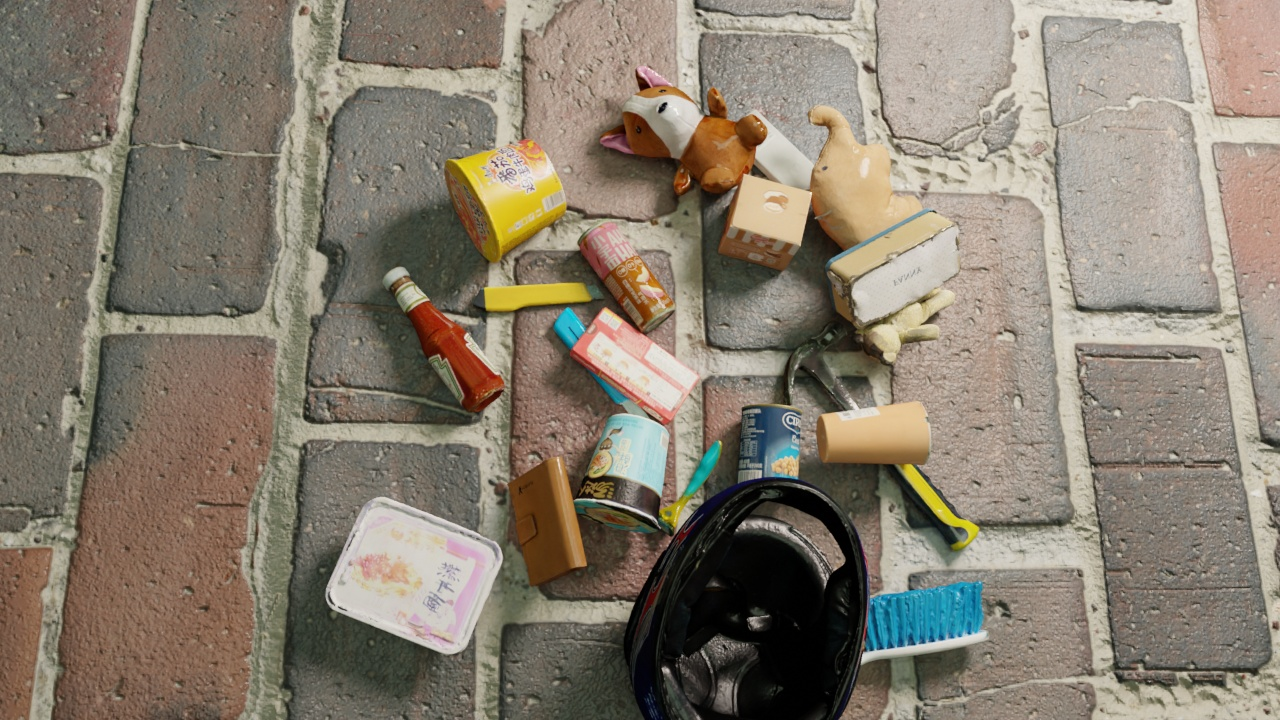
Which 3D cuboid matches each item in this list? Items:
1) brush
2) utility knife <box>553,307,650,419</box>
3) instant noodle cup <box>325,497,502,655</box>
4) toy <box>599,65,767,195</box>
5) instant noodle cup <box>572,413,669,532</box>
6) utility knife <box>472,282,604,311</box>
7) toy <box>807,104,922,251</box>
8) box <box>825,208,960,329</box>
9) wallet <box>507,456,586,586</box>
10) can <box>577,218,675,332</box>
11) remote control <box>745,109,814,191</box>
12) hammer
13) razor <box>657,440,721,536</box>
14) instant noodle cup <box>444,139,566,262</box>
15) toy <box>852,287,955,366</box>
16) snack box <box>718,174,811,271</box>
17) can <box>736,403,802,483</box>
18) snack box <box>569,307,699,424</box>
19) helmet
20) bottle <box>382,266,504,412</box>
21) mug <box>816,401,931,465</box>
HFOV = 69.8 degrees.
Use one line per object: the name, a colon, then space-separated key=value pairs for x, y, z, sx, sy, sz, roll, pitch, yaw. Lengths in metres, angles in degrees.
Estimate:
brush: x=0.270 y=0.341 z=1.099 sx=0.314 sy=0.060 sz=0.109 roll=-8 pitch=81 yaw=-4
utility knife: x=-0.043 y=0.018 z=1.167 sx=0.034 sy=0.018 sz=0.198 roll=-38 pitch=84 yaw=-13
instant noodle cup: x=-0.260 y=0.250 z=1.070 sx=0.173 sy=0.060 sz=0.137 roll=22 pitch=75 yaw=-1
toy: x=0.055 y=-0.298 z=1.205 sx=0.199 sy=0.130 sz=0.140 roll=32 pitch=88 yaw=12
instant noodle cup: x=-0.018 y=0.132 z=1.102 sx=0.111 sy=0.111 sz=0.120 roll=15 pitch=67 yaw=-1
utility knife: x=-0.131 y=-0.082 z=1.184 sx=0.170 sy=0.015 sz=0.033 roll=-3 pitch=82 yaw=-7
toy: x=0.277 y=-0.223 z=1.190 sx=0.143 sy=0.083 sz=0.226 roll=-46 pitch=108 yaw=-26
box: x=0.325 y=-0.119 z=1.156 sx=0.184 sy=0.090 sz=0.060 roll=-28 pitch=38 yaw=-13
wallet: x=-0.111 y=0.190 z=1.078 sx=0.031 sy=0.108 sz=0.131 roll=1 pitch=67 yaw=-39
can: x=-0.018 y=-0.108 z=1.178 sx=0.058 sy=0.058 sz=0.147 roll=-34 pitch=82 yaw=-12
remote control: x=0.184 y=-0.280 z=1.257 sx=0.056 sy=0.019 sz=0.135 roll=-43 pitch=83 yaw=-13
hammer: x=0.304 y=0.107 z=1.168 sx=0.126 sy=0.032 sz=0.323 roll=-38 pitch=83 yaw=-12
razor: x=0.062 y=0.155 z=1.136 sx=0.043 sy=0.028 sz=0.132 roll=29 pitch=76 yaw=35
instant noodle cup: x=-0.167 y=-0.209 z=1.157 sx=0.109 sy=0.138 sz=0.138 roll=-30 pitch=80 yaw=-19
toy: x=0.345 y=-0.053 z=1.193 sx=0.157 sy=0.066 sz=0.105 roll=-37 pitch=60 yaw=-22
snack box: x=0.160 y=-0.178 z=1.191 sx=0.093 sy=0.094 sz=0.077 roll=15 pitch=75 yaw=-1
can: x=0.158 y=0.115 z=1.130 sx=0.075 sy=0.075 sz=0.111 roll=7 pitch=76 yaw=-3
snack box: x=-0.007 y=0.007 z=1.156 sx=0.153 sy=0.026 sz=0.075 roll=36 pitch=66 yaw=-1
helmet: x=0.118 y=0.280 z=0.997 sx=0.247 sy=0.240 sz=0.315 roll=18 pitch=85 yaw=4
bottle: x=-0.249 y=-0.029 z=1.141 sx=0.059 sy=0.060 sz=0.206 roll=-37 pitch=81 yaw=-12
mug: x=0.280 y=0.091 z=1.116 sx=0.123 sy=0.078 sz=0.078 roll=-3 pitch=76 yaw=-2
